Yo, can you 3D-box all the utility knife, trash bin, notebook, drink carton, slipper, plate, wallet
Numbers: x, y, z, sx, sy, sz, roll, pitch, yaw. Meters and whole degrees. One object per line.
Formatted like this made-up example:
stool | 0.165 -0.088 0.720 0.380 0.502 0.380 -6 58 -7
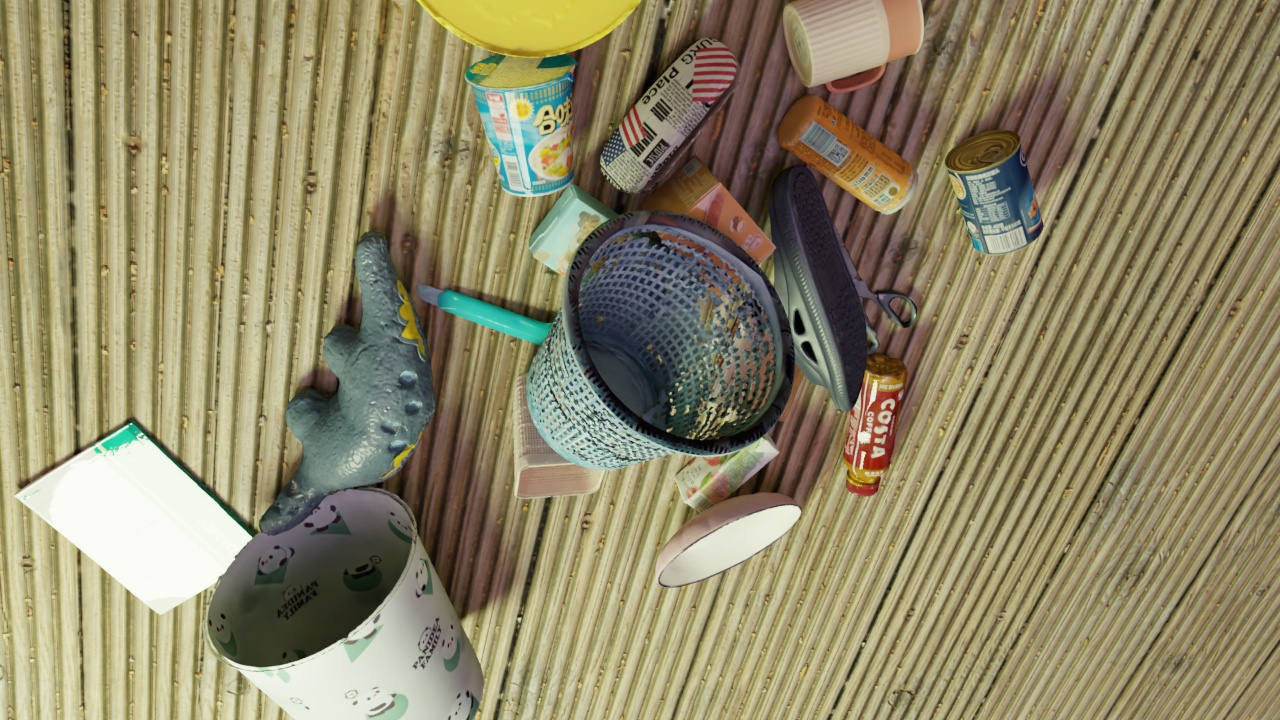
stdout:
utility knife | -0.149 -0.046 0.956 0.174 0.013 0.029 20 110 -18
trash bin | -0.005 0.005 0.851 0.226 0.226 0.196 20 150 -21
notebook | -0.532 0.175 0.992 0.150 0.012 0.209 -31 119 4
drink carton | 0.102 0.123 1.079 0.123 0.053 0.045 -43 120 12
trash bin | -0.300 0.307 1.002 0.229 0.229 0.252 -21 126 -1
trash bin | -0.093 -0.338 0.670 0.229 0.255 0.230 -5 118 -9
slipper | 0.173 -0.072 0.970 0.083 0.110 0.268 -7 115 34
plate | 0.100 0.208 1.095 0.192 0.039 0.193 -21 152 -12
wallet | 0.138 0.003 1.035 0.101 0.032 0.125 13 114 -16

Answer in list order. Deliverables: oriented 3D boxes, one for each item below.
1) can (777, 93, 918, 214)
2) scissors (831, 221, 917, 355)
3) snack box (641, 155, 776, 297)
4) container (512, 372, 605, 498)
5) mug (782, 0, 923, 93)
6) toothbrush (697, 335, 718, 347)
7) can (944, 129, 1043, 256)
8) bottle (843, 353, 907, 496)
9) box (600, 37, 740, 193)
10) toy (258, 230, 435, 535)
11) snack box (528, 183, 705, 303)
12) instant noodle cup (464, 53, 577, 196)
can | 0.208 -0.206 0.921 0.146 0.058 0.058 27 109 -24
scissors | 0.247 -0.081 1.026 0.162 0.014 0.165 0 115 -10
snack box | 0.066 -0.133 0.909 0.077 0.092 0.094 -41 119 11
container | -0.090 0.076 0.966 0.090 0.110 0.090 -3 152 -12
mug | 0.197 -0.301 0.863 0.106 0.081 0.115 -19 150 0
toothbrush | 0.010 0.017 1.023 0.180 0.016 0.016 -31 114 6
can | 0.373 -0.174 0.965 0.075 0.075 0.111 -29 120 4
bottle | 0.275 0.081 1.091 0.057 0.057 0.175 -4 119 -11
box | 0.027 -0.226 0.855 0.076 0.086 0.163 39 106 -16
toy | -0.285 0.048 0.934 0.138 0.091 0.357 25 108 -10
snack box | -0.022 -0.099 0.931 0.174 0.051 0.074 31 108 -25
instant noodle cup | -0.101 -0.212 0.834 0.099 0.099 0.110 -10 127 -7
